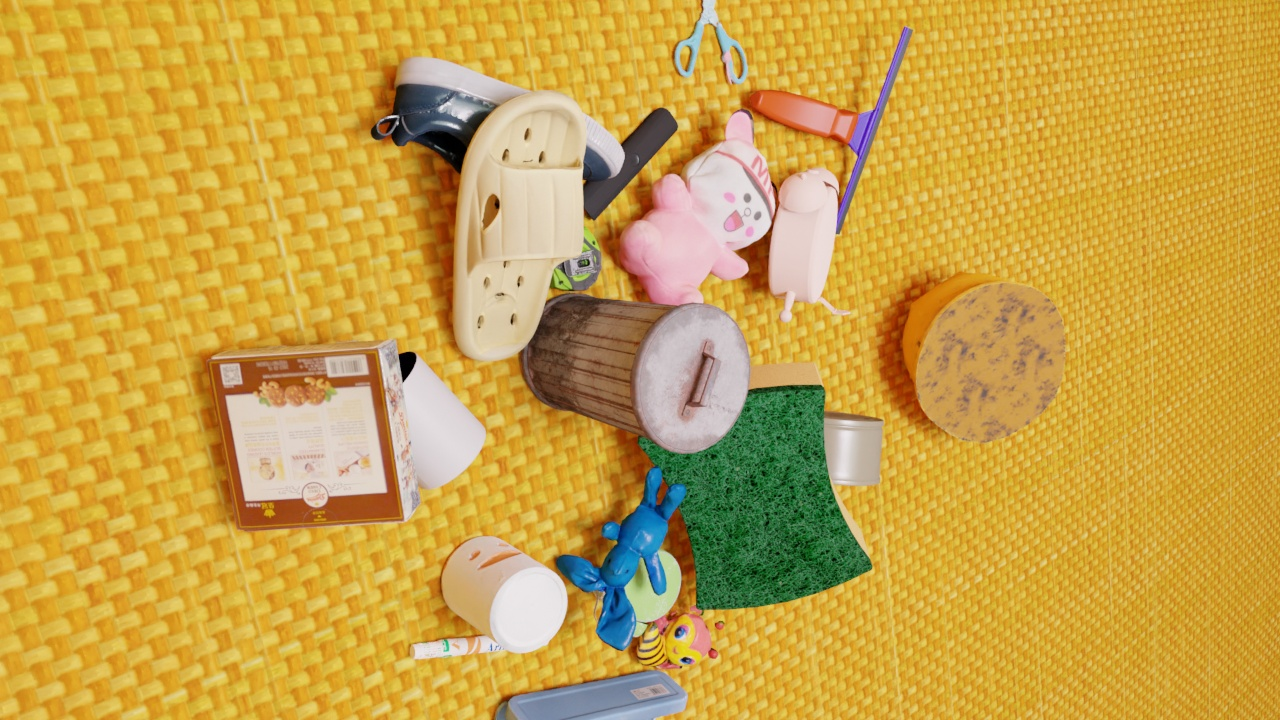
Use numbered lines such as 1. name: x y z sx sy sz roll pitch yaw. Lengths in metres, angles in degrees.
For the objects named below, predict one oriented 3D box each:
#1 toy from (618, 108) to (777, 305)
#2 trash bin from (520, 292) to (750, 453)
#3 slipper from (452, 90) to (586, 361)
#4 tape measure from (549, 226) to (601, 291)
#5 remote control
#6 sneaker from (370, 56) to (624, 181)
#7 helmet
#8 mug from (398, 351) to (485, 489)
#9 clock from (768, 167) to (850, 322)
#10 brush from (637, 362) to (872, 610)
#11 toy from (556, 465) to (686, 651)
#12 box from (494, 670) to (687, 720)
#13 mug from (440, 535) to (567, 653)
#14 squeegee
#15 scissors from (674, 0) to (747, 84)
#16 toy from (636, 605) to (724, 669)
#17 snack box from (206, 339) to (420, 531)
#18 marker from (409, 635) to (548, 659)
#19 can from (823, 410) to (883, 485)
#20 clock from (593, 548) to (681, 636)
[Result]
1. toy: 0.069 -0.152 0.968 0.212 0.084 0.142 -49 123 -18
2. trash bin: -0.005 0.005 0.854 0.130 0.211 0.131 -7 102 -37
3. slipper: -0.104 -0.099 0.800 0.111 0.079 0.262 -5 126 -33
4. tape measure: -0.066 -0.100 0.908 0.058 0.036 0.066 -22 108 -33
5. remote control: -0.013 -0.203 0.944 0.146 0.015 0.033 -50 121 -19
6. sneaker: -0.120 -0.193 0.827 0.235 0.089 0.087 14 85 -30
7. helmet: 0.433 -0.025 1.213 0.205 0.131 0.255 -34 126 7
8. mug: -0.211 0.063 0.811 0.112 0.078 0.097 -35 119 4
9. clock: 0.194 -0.133 1.030 0.130 0.086 0.160 -35 126 -65
10. brush: 0.123 0.137 0.985 0.195 0.075 0.250 -16 110 9
11. toy: -0.017 0.190 0.934 0.176 0.113 0.071 -60 166 -4
12. box: -0.052 0.386 0.974 0.210 0.072 0.079 4 108 -37
13. mug: -0.129 0.218 0.865 0.082 0.105 0.082 -5 99 -35
14. squeegee: 0.200 -0.282 1.061 0.184 0.055 0.250 4 111 -36
15. scissors: 0.066 -0.355 0.985 0.119 0.015 0.138 -35 109 -28
16. toy: 0.040 0.317 1.037 0.103 0.046 0.084 2 118 -26
17. snack box: -0.261 0.060 0.739 0.143 0.041 0.147 -4 102 6
18. marker: -0.157 0.281 0.909 0.145 0.017 0.017 6 93 -36
19. can: 0.221 0.100 1.085 0.127 0.128 0.073 3 92 -36
20. clock: -0.004 0.244 0.997 0.119 0.043 0.094 -40 116 -24
